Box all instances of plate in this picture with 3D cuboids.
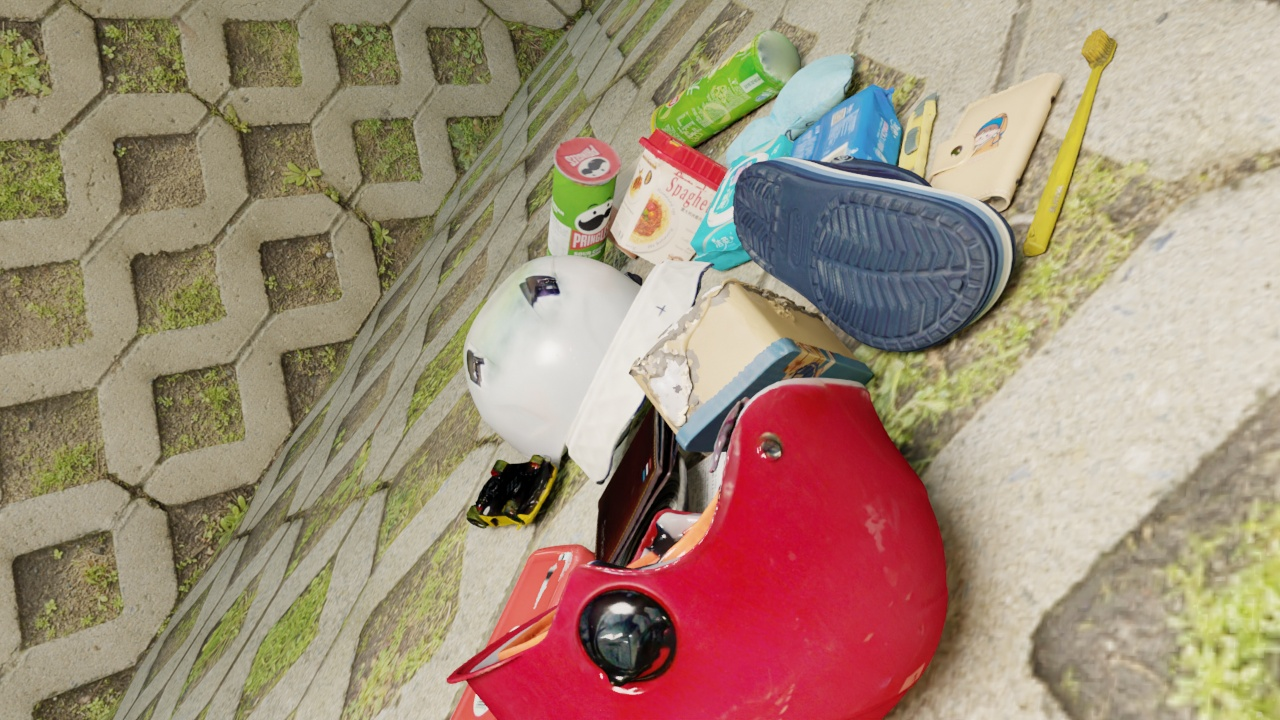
[{"bbox_3d":[-0.005,0.004,0.764,0.205,0.045,0.205,-64,-1,-3],"label":"plate"},{"bbox_3d":[-0.002,0.147,0.639,0.179,0.024,0.179,-157,91,-81],"label":"plate"}]

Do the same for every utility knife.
[{"bbox_3d":[0.219,-0.158,0.729,0.031,0.018,0.166,-36,31,48],"label":"utility knife"}]

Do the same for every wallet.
[{"bbox_3d":[0.241,-0.147,0.650,0.087,0.024,0.115,-11,47,60],"label":"wallet"},{"bbox_3d":[-0.005,0.092,0.660,0.096,0.020,0.123,-81,16,-57],"label":"wallet"}]

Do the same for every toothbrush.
[{"bbox_3d":[0.274,-0.144,0.586,0.016,0.016,0.189,-15,43,58],"label":"toothbrush"}]

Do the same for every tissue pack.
[{"bbox_3d":[0.106,-0.149,0.881,0.093,0.050,0.133,-17,41,54],"label":"tissue pack"},{"bbox_3d":[0.170,-0.162,0.773,0.095,0.052,0.156,-26,33,44],"label":"tissue pack"}]

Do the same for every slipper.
[{"bbox_3d":[0.158,-0.083,0.633,0.095,0.105,0.253,-17,27,-23],"label":"slipper"}]

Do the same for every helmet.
[{"bbox_3d":[-0.103,-0.022,0.974,0.229,0.146,0.258,-48,22,11],"label":"helmet"},{"bbox_3d":[0.042,0.123,0.432,0.240,0.144,0.207,-40,-10,4],"label":"helmet"}]

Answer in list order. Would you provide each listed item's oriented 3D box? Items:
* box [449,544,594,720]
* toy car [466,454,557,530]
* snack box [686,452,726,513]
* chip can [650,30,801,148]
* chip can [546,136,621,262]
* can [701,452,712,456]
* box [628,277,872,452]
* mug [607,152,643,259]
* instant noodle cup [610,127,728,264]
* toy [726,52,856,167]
[{"bbox_3d":[-0.104,0.238,0.688,0.162,0.059,0.200,-40,21,55],"label":"box"},{"bbox_3d":[-0.125,0.135,0.917,0.156,0.041,0.071,-20,39,56],"label":"toy car"},{"bbox_3d":[0.059,0.115,0.605,0.075,0.026,0.153,-40,25,30],"label":"snack box"},{"bbox_3d":[0.102,-0.326,1.132,0.222,0.072,0.072,-19,39,54],"label":"chip can"},{"bbox_3d":[-0.073,-0.143,1.052,0.237,0.072,0.072,104,-175,-53],"label":"chip can"},{"bbox_3d":[0.061,0.016,0.715,0.053,0.053,0.134,-43,24,22],"label":"can"},{"bbox_3d":[0.075,0.009,0.564,0.090,0.184,0.062,-45,64,21],"label":"box"},{"bbox_3d":[0.001,-0.190,1.132,0.106,0.081,0.114,-46,-7,10],"label":"mug"},{"bbox_3d":[0.034,-0.169,0.991,0.124,0.116,0.116,-60,20,14],"label":"instant noodle cup"},{"bbox_3d":[0.159,-0.260,0.947,0.156,0.050,0.161,-52,18,-2],"label":"toy"}]
